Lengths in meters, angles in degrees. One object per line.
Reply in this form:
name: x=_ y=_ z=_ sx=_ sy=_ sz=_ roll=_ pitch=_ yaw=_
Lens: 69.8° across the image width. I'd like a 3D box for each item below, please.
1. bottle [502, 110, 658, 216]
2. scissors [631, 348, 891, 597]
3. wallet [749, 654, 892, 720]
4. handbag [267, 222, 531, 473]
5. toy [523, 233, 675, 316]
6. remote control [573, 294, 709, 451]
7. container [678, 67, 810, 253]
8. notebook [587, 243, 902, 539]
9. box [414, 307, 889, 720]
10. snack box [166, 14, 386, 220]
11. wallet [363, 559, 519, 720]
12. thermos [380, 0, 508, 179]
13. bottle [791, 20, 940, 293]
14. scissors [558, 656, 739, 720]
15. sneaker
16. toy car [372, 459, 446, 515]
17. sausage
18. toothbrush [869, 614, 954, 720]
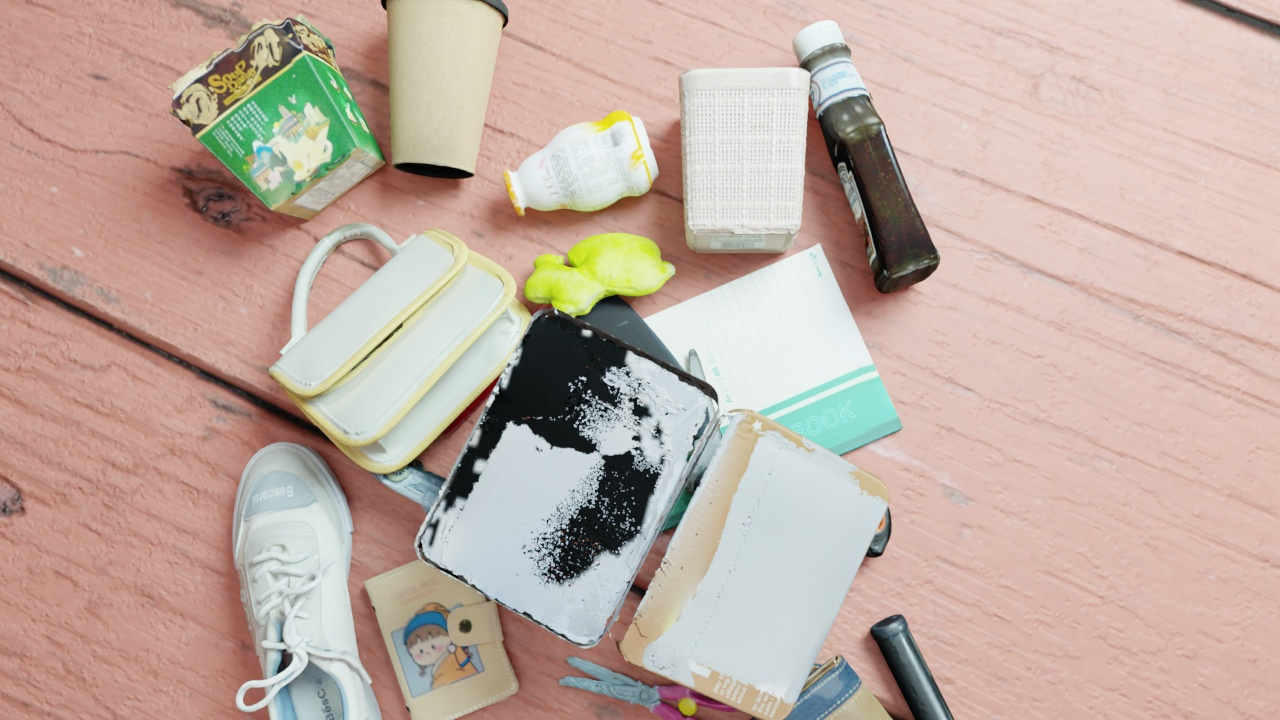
bottle: x=-0.044 y=-0.139 z=0.670 sx=0.108 sy=0.063 sz=0.063 roll=-19 pitch=82 yaw=1
scissors: x=0.064 y=0.107 z=0.647 sx=0.234 sy=0.022 sz=0.220 roll=10 pitch=81 yaw=4
wallet: x=0.138 y=0.270 z=0.622 sx=0.090 sy=0.033 sz=0.115 roll=-42 pitch=82 yaw=7
handbag: x=-0.188 y=-0.030 z=0.651 sx=0.179 sy=0.063 sz=0.163 roll=35 pitch=70 yaw=22
toy: x=-0.030 y=-0.065 z=0.663 sx=0.097 sy=0.031 sz=0.099 roll=28 pitch=54 yaw=30
remote control: x=-0.004 y=0.004 z=0.650 sx=0.053 sy=0.024 sz=0.136 roll=-37 pitch=73 yaw=-5
container: x=0.072 y=-0.137 z=0.651 sx=0.090 sy=0.090 sz=0.111 roll=1 pitch=85 yaw=4
notebook: x=0.065 y=0.023 z=0.670 sx=0.209 sy=0.012 sz=0.150 roll=-23 pitch=83 yaw=1
box: x=0.019 y=0.102 z=0.584 sx=0.259 sy=0.110 sz=0.179 roll=27 pitch=85 yaw=7
snack box: x=-0.256 y=-0.168 z=0.674 sx=0.118 sy=0.117 sz=0.105 roll=-35 pitch=94 yaw=2
wallet: x=-0.140 y=0.197 z=0.658 sx=0.087 sy=0.024 sz=0.115 roll=-22 pitch=81 yaw=6
thermos: x=-0.147 y=-0.211 z=0.678 sx=0.093 sy=0.093 sz=0.143 roll=4 pitch=91 yaw=4
bottle: x=0.156 y=-0.147 z=0.649 sx=0.044 sy=0.080 sz=0.194 roll=-19 pitch=80 yaw=7
scissors: x=0.004 y=0.245 z=0.647 sx=0.137 sy=0.017 sz=0.073 roll=6 pitch=93 yaw=9
sneaker: x=-0.241 y=0.175 z=0.633 sx=0.089 sy=0.091 sz=0.242 roll=-15 pitch=82 yaw=1
toy car: x=-0.139 y=0.099 z=0.653 sx=0.120 sy=0.054 sz=0.036 roll=26 pitch=83 yaw=7
sausage: x=-0.102 y=0.001 z=0.680 sx=0.020 sy=0.020 sz=0.156 roll=44 pitch=87 yaw=8
toothbrush: x=0.215 y=0.276 z=0.620 sx=0.026 sy=0.027 sz=0.212 roll=-33 pitch=79 yaw=45
